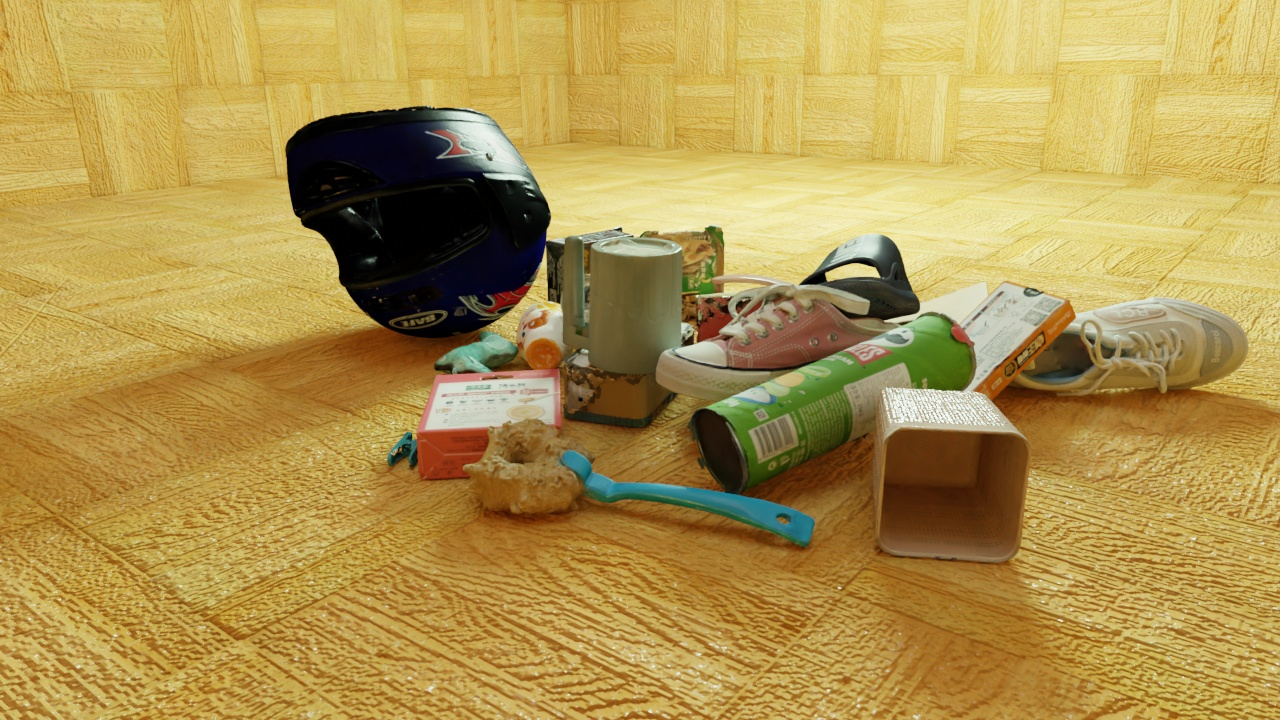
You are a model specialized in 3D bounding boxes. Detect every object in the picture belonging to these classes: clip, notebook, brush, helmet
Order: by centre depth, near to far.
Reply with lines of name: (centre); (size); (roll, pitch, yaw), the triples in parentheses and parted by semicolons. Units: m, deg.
brush: (-0.005, 0.091, 0.648); (0.255, 0.046, 0.083); (10, 36, 17)
clip: (-0.191, 0.073, 0.757); (0.043, 0.014, 0.056); (1, 18, 2)
notebook: (0.303, -0.037, 0.989); (0.148, 0.008, 0.207); (-19, 11, 23)
helmet: (-0.240, -0.145, 1.041); (0.248, 0.240, 0.314); (-13, 4, 22)
brush: (0.150, -0.059, 1.048); (0.146, 0.073, 0.063); (6, 19, 14)

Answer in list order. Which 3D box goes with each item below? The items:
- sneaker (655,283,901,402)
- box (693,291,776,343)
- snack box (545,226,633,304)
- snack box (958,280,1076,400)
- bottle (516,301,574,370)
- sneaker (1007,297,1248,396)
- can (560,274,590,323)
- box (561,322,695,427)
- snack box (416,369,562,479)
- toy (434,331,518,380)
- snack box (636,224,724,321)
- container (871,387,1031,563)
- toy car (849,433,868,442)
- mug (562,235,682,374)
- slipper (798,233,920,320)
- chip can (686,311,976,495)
sneaker: (0.124, -0.023, 0.783); (0.240, 0.088, 0.118); (-8, 19, -22)
box: (0.106, -0.046, 0.941); (0.091, 0.080, 0.168); (0, 5, 12)
snack box: (-0.053, -0.095, 1.098); (0.125, 0.113, 0.053); (-16, 25, -38)
snack box: (0.311, -0.008, 0.831); (0.153, 0.026, 0.075); (-42, 30, -8)
bottle: (-0.099, -0.022, 0.958); (0.063, 0.063, 0.108); (-2, 18, -3)
sneaker: (0.452, -0.012, 0.857); (0.242, 0.089, 0.090); (-3, 3, 4)
can: (-0.026, -0.056, 0.997); (0.058, 0.058, 0.145); (9, 0, 28)
box: (-0.005, 0.005, 0.889); (0.090, 0.059, 0.183); (8, 18, 21)
snack box: (-0.122, 0.051, 0.771); (0.113, 0.044, 0.127); (-3, 20, -4)
toy: (-0.167, 0.000, 0.957); (0.096, 0.030, 0.091); (25, 35, 38)
snack box: (0.028, -0.114, 1.159); (0.118, 0.117, 0.106); (-7, 15, -27)
container: (0.205, 0.071, 0.632); (0.090, 0.090, 0.110); (2, 16, 9)
toy car: (0.140, 0.035, 0.812); (0.070, 0.042, 0.158); (-7, 21, -18)
mug: (-0.020, -0.053, 0.808); (0.124, 0.103, 0.083); (15, 24, 34)
slipper: (0.218, -0.080, 0.937); (0.111, 0.083, 0.267); (-12, -6, 25)
chip can: (0.152, 0.030, 0.709); (0.235, 0.072, 0.072); (-21, 26, -25)
